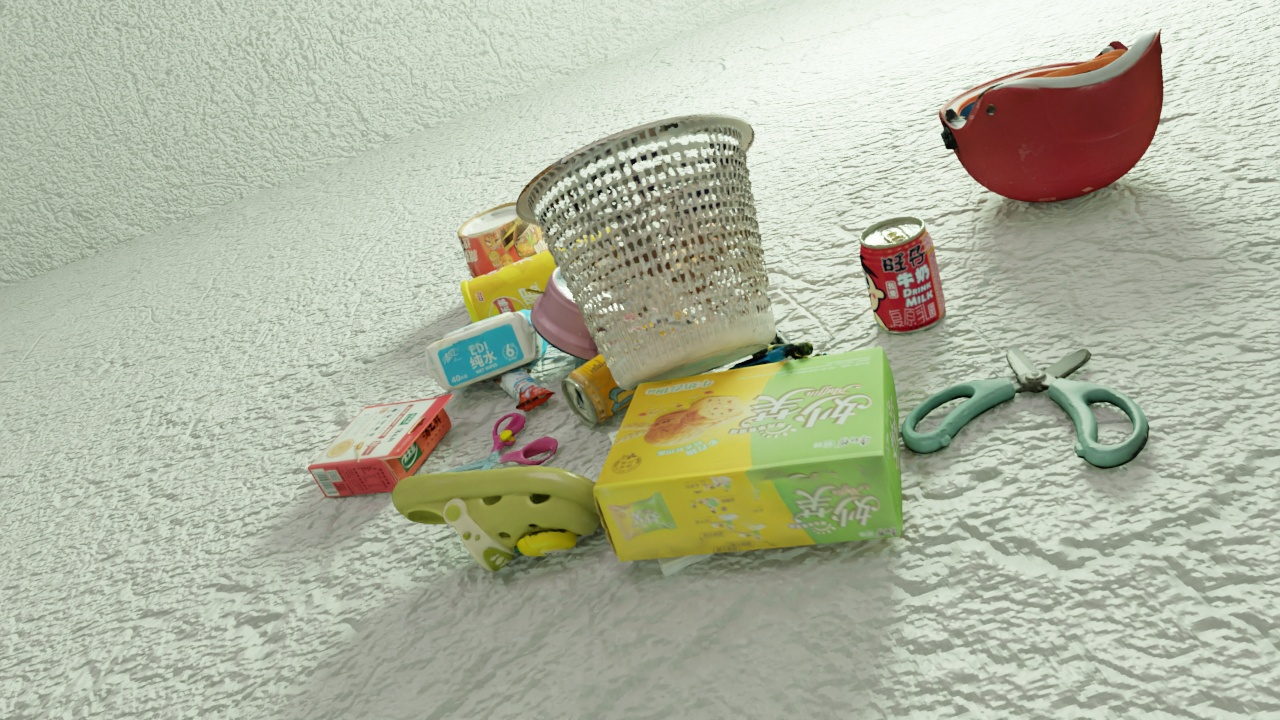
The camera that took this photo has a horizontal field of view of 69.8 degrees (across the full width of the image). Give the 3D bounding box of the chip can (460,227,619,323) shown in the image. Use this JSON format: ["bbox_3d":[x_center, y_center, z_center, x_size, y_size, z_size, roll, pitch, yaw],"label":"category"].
[{"bbox_3d":[-0.124,-0.106,1.202,0.213,0.072,0.072,-20,26,0],"label":"chip can"}]

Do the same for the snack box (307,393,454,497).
[{"bbox_3d":[-0.262,0.089,0.963,0.127,0.044,0.113,-8,28,27],"label":"snack box"}]

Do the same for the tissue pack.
[{"bbox_3d":[-0.173,-0.015,1.048,0.140,0.063,0.090,-20,4,5],"label":"tissue pack"}]

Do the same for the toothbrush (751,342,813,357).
[{"bbox_3d":[0.126,-0.010,0.821,0.017,0.012,0.186,-11,1,-6],"label":"toothbrush"}]

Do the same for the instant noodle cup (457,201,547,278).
[{"bbox_3d":[-0.189,-0.152,1.292,0.138,0.109,0.137,-17,27,9],"label":"instant noodle cup"}]

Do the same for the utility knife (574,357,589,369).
[{"bbox_3d":[-0.060,-0.041,1.088,0.031,0.022,0.212,-17,20,10],"label":"utility knife"}]

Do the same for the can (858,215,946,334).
[{"bbox_3d":[0.243,-0.080,0.855,0.066,0.094,0.066,-17,27,9],"label":"can"}]

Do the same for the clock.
[{"bbox_3d":[-0.041,-0.047,1.000,0.158,0.060,0.117,31,32,11],"label":"clock"}]

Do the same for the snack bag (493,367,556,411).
[{"bbox_3d":[-0.127,0.030,0.997,0.048,0.026,0.104,-19,25,-16],"label":"snack bag"}]

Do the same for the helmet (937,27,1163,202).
[{"bbox_3d":[0.435,-0.244,0.979,0.207,0.144,0.240,-21,12,-1],"label":"helmet"}]

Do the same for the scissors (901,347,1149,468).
[{"bbox_3d":[0.293,0.040,0.680,0.170,0.019,0.179,-26,26,-12],"label":"scissors"}]

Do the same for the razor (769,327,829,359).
[{"bbox_3d":[0.149,-0.004,0.867,0.043,0.022,0.142,-64,21,12],"label":"razor"}]

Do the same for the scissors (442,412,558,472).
[{"bbox_3d":[-0.136,0.094,0.896,0.135,0.017,0.133,-3,36,29],"label":"scissors"}]

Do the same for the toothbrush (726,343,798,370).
[{"bbox_3d":[0.095,0.005,0.808,0.016,0.014,0.190,-14,-5,-21],"label":"toothbrush"}]

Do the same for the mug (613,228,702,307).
[{"bbox_3d":[0.028,-0.117,1.110,0.078,0.078,0.122,0,29,36],"label":"mug"}]

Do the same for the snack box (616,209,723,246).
[{"bbox_3d":[0.037,-0.173,1.256,0.156,0.027,0.076,-10,28,21],"label":"snack box"}]

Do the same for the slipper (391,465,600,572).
[{"bbox_3d":[-0.115,0.133,0.751,0.191,0.091,0.081,-2,71,16],"label":"slipper"}]

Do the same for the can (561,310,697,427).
[{"bbox_3d":[-0.005,0.005,0.917,0.145,0.058,0.058,-33,29,-22],"label":"can"}]

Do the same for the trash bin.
[{"bbox_3d":[0.023,-0.084,0.826,0.227,0.192,0.227,-18,-7,-2],"label":"trash bin"}]

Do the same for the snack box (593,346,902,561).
[{"bbox_3d":[0.085,0.068,0.692,0.210,0.070,0.157,-10,25,19],"label":"snack box"}]

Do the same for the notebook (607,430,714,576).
[{"bbox_3d":[0.062,0.087,0.769,0.150,0.012,0.209,-22,26,-4],"label":"notebook"}]
